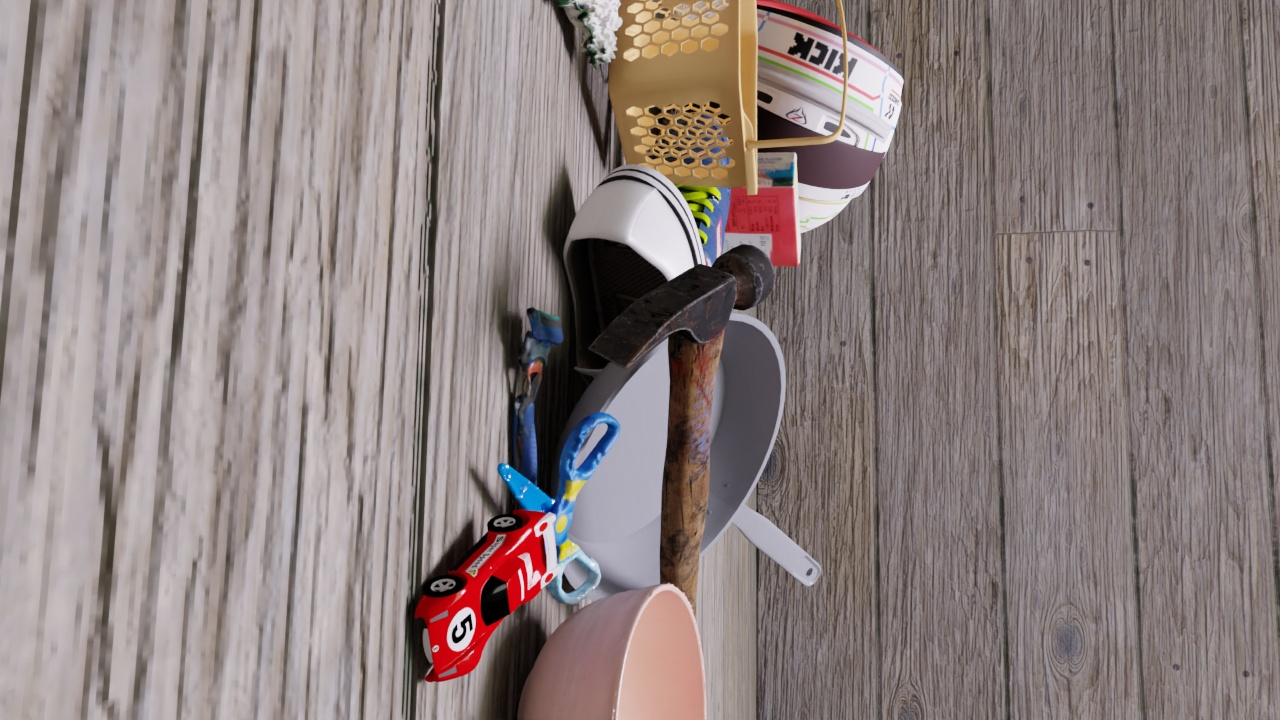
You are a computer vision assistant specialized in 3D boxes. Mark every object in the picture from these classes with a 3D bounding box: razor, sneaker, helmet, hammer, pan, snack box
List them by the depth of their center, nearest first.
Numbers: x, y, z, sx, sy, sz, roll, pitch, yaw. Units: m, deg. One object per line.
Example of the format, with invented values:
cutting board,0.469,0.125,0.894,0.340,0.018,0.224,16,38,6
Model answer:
razor,-0.059,0.044,0.479,0.044,0.018,0.141,19,74,-77
hammer,0.020,0.099,0.547,0.119,0.033,0.331,-31,135,-39
sneaker,-0.004,0.003,0.611,0.096,0.091,0.246,-56,149,-52
pan,0.053,0.094,0.638,0.200,0.051,0.356,-54,143,-7
sneaker,0.036,-0.086,0.721,0.091,0.116,0.241,81,16,-84
snack box,0.076,-0.138,0.863,0.143,0.145,0.040,65,30,-65
helmet,0.137,-0.243,0.963,0.313,0.231,0.236,-77,-169,-66

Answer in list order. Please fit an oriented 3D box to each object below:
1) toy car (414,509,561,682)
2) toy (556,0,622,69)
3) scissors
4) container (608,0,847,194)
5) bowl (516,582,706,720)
toy car,-0.065,0.099,0.398,0.089,0.025,0.038,-44,133,-63
toy,-0.033,-0.255,0.581,0.095,0.041,0.108,49,36,-72
scissors,-0.043,0.083,0.472,0.125,0.014,0.130,-53,138,-31
container,0.069,-0.232,0.686,0.129,0.167,0.183,72,19,-59
bowl,-0.019,0.198,0.501,0.152,0.076,0.153,-5,90,-70
